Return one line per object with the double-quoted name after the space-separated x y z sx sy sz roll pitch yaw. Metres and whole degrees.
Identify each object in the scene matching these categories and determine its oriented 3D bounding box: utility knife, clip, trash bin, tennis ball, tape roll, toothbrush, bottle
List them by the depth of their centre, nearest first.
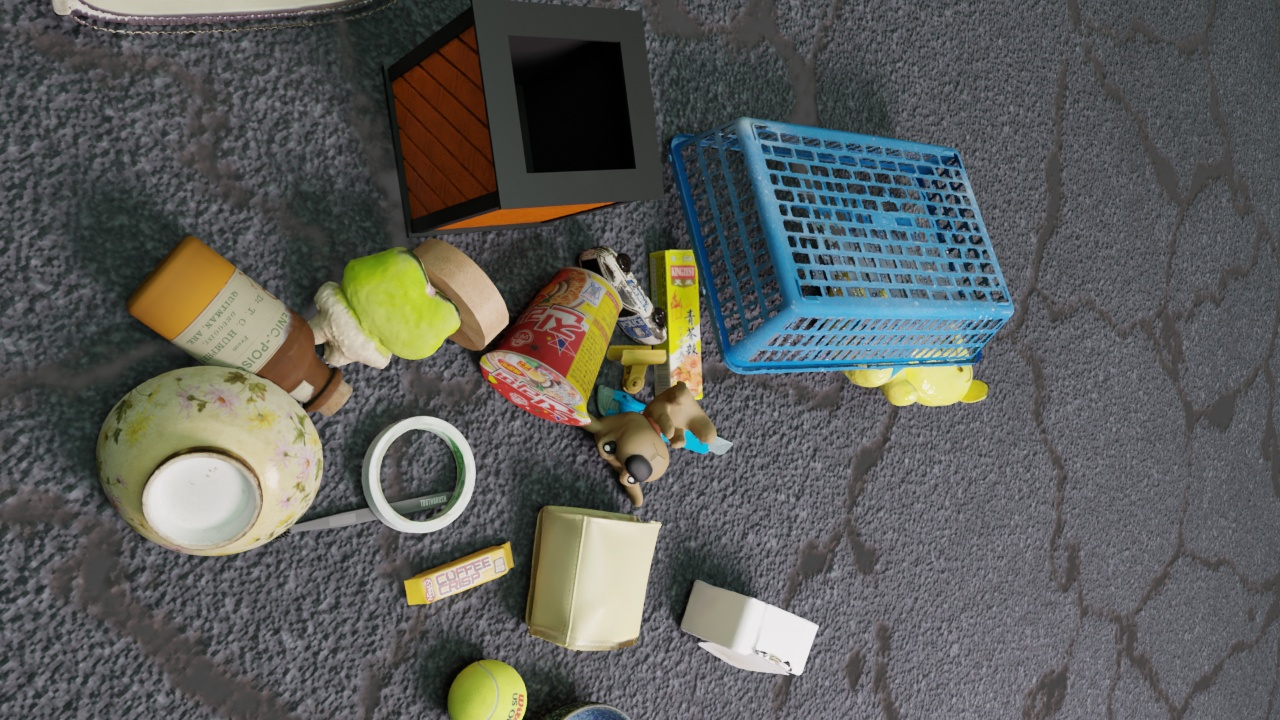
-0.278 -0.015 0.659 0.157 0.068 0.067 43 67 -27 "bottle"
-0.096 -0.181 0.722 0.139 0.172 0.140 -11 96 -35 "trash bin"
-0.226 0.124 0.731 0.167 0.013 0.013 -7 93 -37 "toothbrush"
-0.150 -0.052 0.733 0.027 0.094 0.094 -47 115 -26 "tape roll"
-0.180 0.093 0.751 0.093 0.018 0.093 7 79 -37 "tape roll"
-0.128 0.284 0.766 0.065 0.065 0.065 0 90 -35 "tennis ball"
-0.006 0.005 0.880 0.054 0.047 0.047 -2 56 -36 "clip"
0.026 0.064 0.905 0.174 0.015 0.031 22 92 -34 "utility knife"

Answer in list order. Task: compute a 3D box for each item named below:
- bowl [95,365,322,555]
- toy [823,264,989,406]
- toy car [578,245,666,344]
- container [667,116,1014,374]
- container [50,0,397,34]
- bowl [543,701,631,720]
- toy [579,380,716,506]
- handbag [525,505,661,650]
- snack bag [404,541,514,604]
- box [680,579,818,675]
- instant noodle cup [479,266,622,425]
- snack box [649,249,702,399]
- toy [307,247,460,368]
-0.291 0.081 0.618 0.145 0.063 0.145 -6 112 -15 "bowl"
0.296 -0.017 1.050 0.213 0.084 0.148 8 66 -36 "toy"
-0.018 -0.056 0.853 0.040 0.049 0.113 -49 116 -30 "toy car"
0.222 -0.124 0.936 0.361 0.089 0.257 -2 70 -32 "container"
-0.265 -0.310 0.604 0.251 0.185 0.143 -18 91 -33 "container"
-0.062 0.356 0.816 0.114 0.061 0.114 2 87 -36 "bowl"
0.007 0.066 0.834 0.108 0.105 0.134 -34 114 3 "toy"
-0.041 0.196 0.823 0.111 0.081 0.119 14 80 -42 "handbag"
-0.151 0.180 0.778 0.099 0.020 0.026 -14 97 -35 "snack bag"
0.103 0.283 0.907 0.107 0.103 0.095 27 76 -33 "box"
-0.070 -0.019 0.796 0.100 0.101 0.112 41 60 -28 "instant noodle cup"
0.035 -0.034 0.903 0.040 0.029 0.148 -4 92 -35 "snack box"
-0.202 -0.033 0.700 0.092 0.118 0.043 55 19 -25 "toy"
